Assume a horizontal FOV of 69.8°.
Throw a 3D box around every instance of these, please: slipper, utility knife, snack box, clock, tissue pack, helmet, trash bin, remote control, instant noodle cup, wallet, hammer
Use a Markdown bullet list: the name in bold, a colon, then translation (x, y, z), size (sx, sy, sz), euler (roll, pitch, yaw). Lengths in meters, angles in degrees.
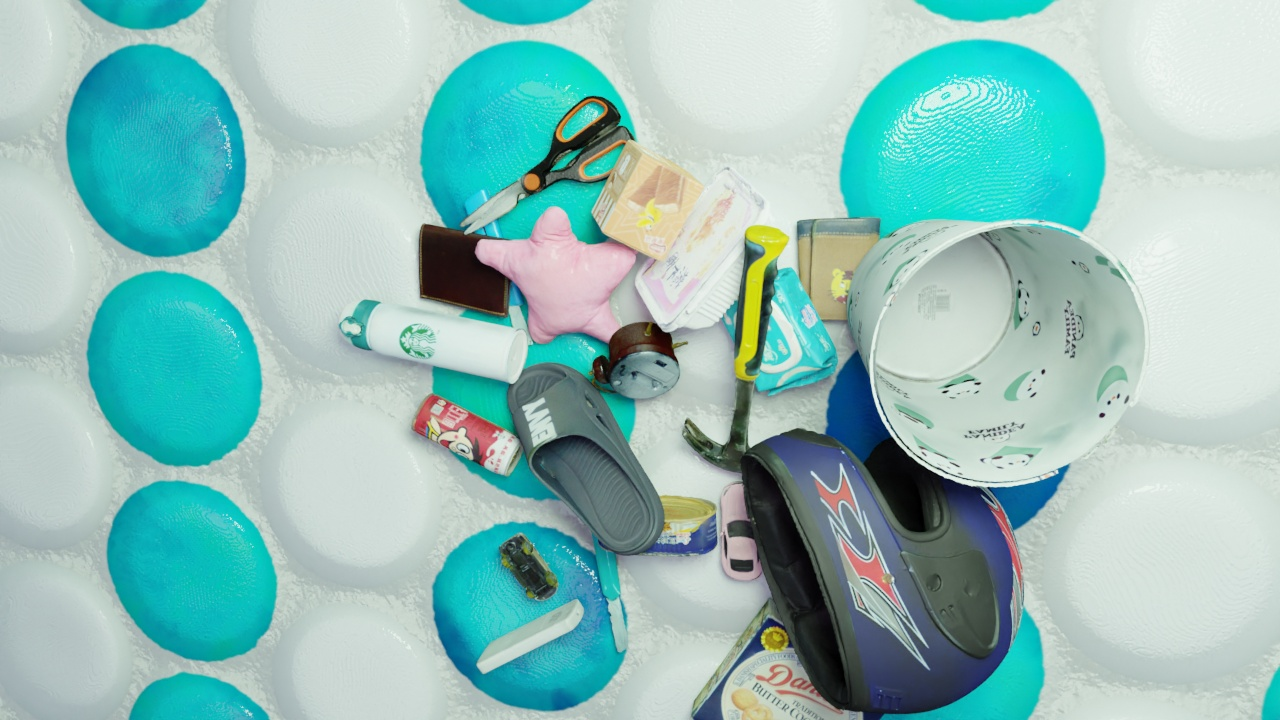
- **slipper**: translation (-0.073, 0.105, 1.057), size (0.111, 0.083, 0.268), euler (-42, 68, 12)
- **utility knife**: translation (-0.167, -0.109, 1.102), size (0.034, 0.018, 0.194), euler (-16, 99, 14)
- **snack box**: translation (0.184, 0.413, 1.118), size (0.178, 0.045, 0.183), euler (32, 106, 4)
- **snack box**: translation (0.006, -0.176, 1.002), size (0.077, 0.092, 0.094), euler (24, 106, -19)
- **clock**: translation (-0.006, 0.006, 1.058), size (0.082, 0.055, 0.122), euler (26, 131, -33)
- **tissue pack**: translation (0.152, -0.030, 1.020), size (0.093, 0.050, 0.133), euler (-26, 96, 39)
- **helmet**: translation (0.263, 0.199, 0.960), size (0.240, 0.247, 0.315), euler (-20, 94, -13)
- **trash bin**: translation (0.310, -0.032, 0.881), size (0.229, 0.251, 0.230), euler (1, 105, 2)
- **remote control**: translation (-0.139, 0.352, 1.167), size (0.150, 0.058, 0.021), euler (-30, 96, 16)
- **instant noodle cup**: translation (0.080, -0.112, 0.999), size (0.060, 0.138, 0.174), euler (28, 109, -30)
- **wallet**: translation (-0.210, -0.108, 1.098), size (0.122, 0.020, 0.096), euler (13, 113, 18)
- **hammer**: translation (0.113, 0.000, 0.989), size (0.126, 0.031, 0.324), euler (9, 130, 10)
- **wallet**: translation (0.219, -0.101, 1.016), size (0.090, 0.033, 0.115), euler (0, 105, 11)
- **utility knife**: translation (-0.042, 0.261, 1.151), size (0.029, 0.013, 0.223), euler (-8, 97, 12)

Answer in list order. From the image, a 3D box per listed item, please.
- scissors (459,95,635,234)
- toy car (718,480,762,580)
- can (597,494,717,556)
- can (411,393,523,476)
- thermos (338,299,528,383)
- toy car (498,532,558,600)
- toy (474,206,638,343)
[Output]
- **scissors**: translation (-0.119, -0.225, 1.055), size (0.235, 0.021, 0.143), euler (-10, 95, 8)
- **toy car**: translation (0.122, 0.204, 1.094), size (0.056, 0.037, 0.122), euler (0, 100, 10)
- **can**: translation (0.019, 0.196, 1.095), size (0.148, 0.074, 0.049), euler (0, 104, 14)
- **can**: translation (-0.212, 0.092, 1.133), size (0.133, 0.053, 0.053), euler (26, 105, 6)
- **thermos**: translation (-0.253, -0.026, 1.104), size (0.224, 0.073, 0.073), euler (12, 103, 12)
- **toy car**: translation (-0.139, 0.261, 1.160), size (0.042, 0.035, 0.090), euler (-35, 93, 17)
- **toy**: translation (-0.076, -0.087, 1.046), size (0.179, 0.074, 0.195), euler (-17, 123, 25)
